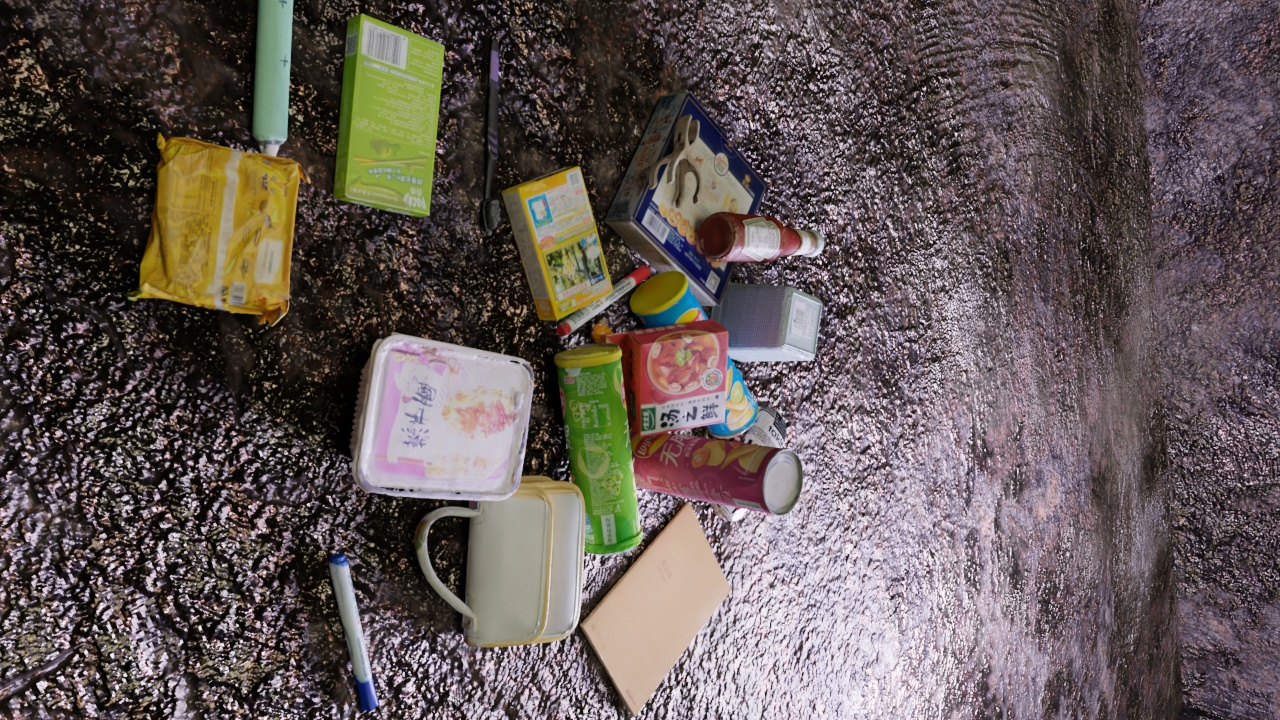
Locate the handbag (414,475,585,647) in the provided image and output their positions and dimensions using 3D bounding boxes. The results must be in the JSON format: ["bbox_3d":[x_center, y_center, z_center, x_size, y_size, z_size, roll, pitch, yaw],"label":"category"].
[{"bbox_3d":[-0.136,0.197,0.894,0.178,0.063,0.163,5,88,-42],"label":"handbag"}]

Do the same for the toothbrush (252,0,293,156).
[{"bbox_3d":[-0.292,-0.207,0.726,0.027,0.026,0.224,1,92,-68],"label":"toothbrush"}]

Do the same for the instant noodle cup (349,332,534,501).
[{"bbox_3d":[-0.185,0.054,0.831,0.173,0.060,0.138,12,84,-44],"label":"instant noodle cup"}]

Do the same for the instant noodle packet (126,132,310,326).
[{"bbox_3d":[-0.312,-0.095,0.686,0.110,0.044,0.128,9,85,-18],"label":"instant noodle packet"}]

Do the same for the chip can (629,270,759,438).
[{"bbox_3d":[0.066,-0.003,1.076,0.071,0.071,0.210,-53,127,-30],"label":"chip can"}]

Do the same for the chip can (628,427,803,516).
[{"bbox_3d":[0.069,0.117,0.986,0.071,0.211,0.071,-4,95,-46],"label":"chip can"}]

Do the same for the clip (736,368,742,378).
[{"bbox_3d":[0.124,0.038,1.174,0.015,0.049,0.057,-3,86,-43],"label":"clip"}]

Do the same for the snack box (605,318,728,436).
[{"bbox_3d":[0.029,0.021,1.003,0.127,0.044,0.113,-9,117,-18],"label":"snack box"}]

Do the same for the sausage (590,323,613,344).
[{"bbox_3d":[-0.006,0.006,1.038,0.165,0.021,0.021,44,63,-39],"label":"sausage"}]

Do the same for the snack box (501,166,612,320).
[{"bbox_3d":[-0.083,-0.121,0.943,0.086,0.034,0.140,-32,113,-40],"label":"snack box"}]

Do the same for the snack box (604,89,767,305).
[{"bbox_3d":[0.060,-0.185,1.075,0.178,0.046,0.182,39,65,-40],"label":"snack box"}]

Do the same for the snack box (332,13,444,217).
[{"bbox_3d":[-0.219,-0.210,0.801,0.085,0.026,0.156,5,89,-46],"label":"snack box"}]

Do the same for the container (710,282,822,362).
[{"bbox_3d":[0.157,-0.046,1.137,0.089,0.112,0.090,16,81,-46],"label":"container"}]

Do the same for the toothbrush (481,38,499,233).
[{"bbox_3d":[-0.142,-0.218,0.888,0.014,0.017,0.189,2,90,-46],"label":"toothbrush"}]

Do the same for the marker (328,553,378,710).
[{"bbox_3d":[-0.252,0.239,0.805,0.016,0.017,0.146,-20,107,-43],"label":"marker"}]

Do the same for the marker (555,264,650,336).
[{"bbox_3d":[-0.039,-0.066,1.002,0.144,0.017,0.017,-39,119,-37],"label":"marker"}]

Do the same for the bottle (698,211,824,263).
[{"bbox_3d":[0.152,-0.144,1.099,0.205,0.060,0.060,-5,96,-47],"label":"bottle"}]

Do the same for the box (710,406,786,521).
[{"bbox_3d":[0.142,0.132,1.174,0.164,0.060,0.072,-60,147,-24],"label":"box"}]

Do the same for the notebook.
[{"bbox_3d":[0.024,0.294,1.096,0.210,0.012,0.149,-43,120,-35],"label":"notebook"}]

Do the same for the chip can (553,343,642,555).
[{"bbox_3d":[-0.043,0.096,0.970,0.072,0.073,0.221,-16,104,-44],"label":"chip can"}]

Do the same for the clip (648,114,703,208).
[{"bbox_3d":[0.050,-0.211,1.009,0.094,0.035,0.102,53,50,-29],"label":"clip"}]
